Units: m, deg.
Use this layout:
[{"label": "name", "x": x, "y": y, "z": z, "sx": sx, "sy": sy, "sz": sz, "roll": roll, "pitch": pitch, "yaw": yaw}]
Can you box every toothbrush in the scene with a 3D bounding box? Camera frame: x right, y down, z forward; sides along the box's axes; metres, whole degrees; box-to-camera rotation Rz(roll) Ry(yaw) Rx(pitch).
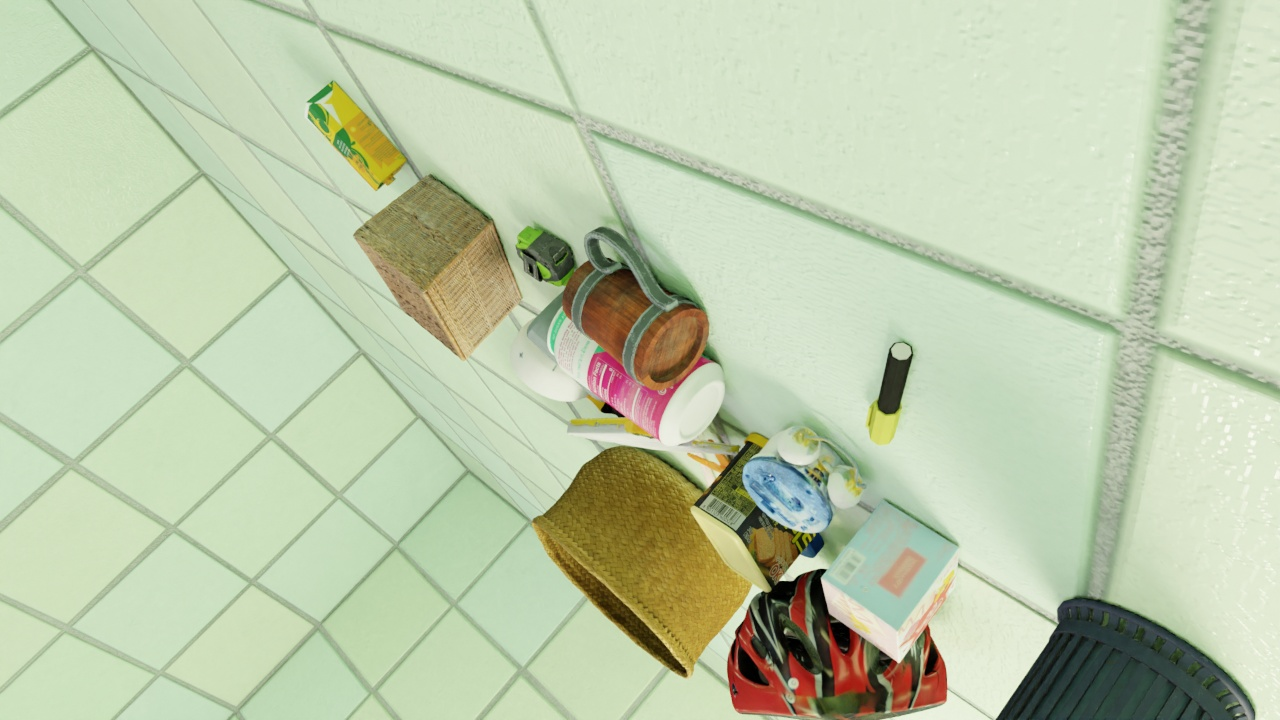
[{"label": "toothbrush", "x": 0.081, "y": 0.129, "z": 1.104, "sx": 0.018, "sy": 0.015, "sz": 0.181, "roll": 26, "pitch": 157, "yaw": 30}, {"label": "toothbrush", "x": -0.038, "y": 0.049, "z": 1.056, "sx": 0.196, "sy": 0.031, "sz": 0.030, "roll": 25, "pitch": -157, "yaw": -18}]

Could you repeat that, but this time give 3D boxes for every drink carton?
[{"label": "drink carton", "x": -0.326, "y": -0.254, "z": 1.056, "sx": 0.122, "sy": 0.041, "sz": 0.058, "roll": 48, "pitch": 163, "yaw": -15}]

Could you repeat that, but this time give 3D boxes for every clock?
[{"label": "clock", "x": 0.145, "y": 0.102, "z": 0.807, "sx": 0.089, "sy": 0.051, "sz": 0.126, "roll": 44, "pitch": 148, "yaw": 0}]

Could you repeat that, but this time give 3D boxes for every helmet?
[{"label": "helmet", "x": 0.196, "y": 0.301, "z": 0.939, "sx": 0.217, "sy": 0.167, "sz": 0.272, "roll": -4, "pitch": 172, "yaw": 3}]

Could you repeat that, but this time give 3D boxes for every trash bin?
[{"label": "trash bin", "x": 0.294, "y": 0.308, "z": 0.639, "sx": 0.139, "sy": 0.249, "sz": 0.139, "roll": 39, "pitch": 163, "yaw": 14}]

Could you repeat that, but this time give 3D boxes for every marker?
[{"label": "marker", "x": 0.170, "y": 0.024, "z": 0.631, "sx": 0.021, "sy": 0.017, "sz": 0.124, "roll": 35, "pitch": 160, "yaw": 24}]

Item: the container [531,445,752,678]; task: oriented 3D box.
[{"label": "container", "x": 0.014, "y": 0.274, "z": 1.306, "sx": 0.307, "sy": 0.196, "sz": 0.307, "roll": 41, "pitch": 163, "yaw": 15}]

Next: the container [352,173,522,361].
[{"label": "container", "x": -0.227, "y": -0.104, "z": 1.067, "sx": 0.114, "sy": 0.112, "sz": 0.199, "roll": 38, "pitch": 163, "yaw": 18}]

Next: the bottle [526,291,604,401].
[{"label": "bottle", "x": -0.038, "y": 0.001, "z": 0.962, "sx": 0.161, "sy": 0.072, "sz": 0.046, "roll": 42, "pitch": 158, "yaw": 2}]

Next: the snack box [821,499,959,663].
[{"label": "snack box", "x": 0.220, "y": 0.195, "z": 0.805, "sx": 0.079, "sy": 0.092, "sz": 0.095, "roll": 33, "pitch": 160, "yaw": 31}]

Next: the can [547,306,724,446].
[{"label": "can", "x": -0.005, "y": 0.005, "z": 0.867, "sx": 0.166, "sy": 0.088, "sz": 0.088, "roll": 34, "pitch": 162, "yaw": 28}]

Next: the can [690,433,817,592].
[{"label": "can", "x": 0.121, "y": 0.155, "z": 0.923, "sx": 0.072, "sy": 0.101, "sz": 0.131, "roll": 27, "pitch": 157, "yaw": 43}]

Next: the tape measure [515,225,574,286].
[{"label": "tape measure", "x": -0.097, "y": -0.100, "z": 0.911, "sx": 0.066, "sy": 0.035, "sz": 0.059, "roll": 33, "pitch": 161, "yaw": 30}]

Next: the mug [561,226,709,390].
[{"label": "mug", "x": -0.008, "y": -0.049, "z": 0.780, "sx": 0.111, "sy": 0.081, "sz": 0.118, "roll": 37, "pitch": 145, "yaw": 33}]

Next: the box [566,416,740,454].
[{"label": "box", "x": 0.008, "y": 0.084, "z": 0.996, "sx": 0.127, "sy": 0.023, "sz": 0.210, "roll": 17, "pitch": 169, "yaw": -22}]

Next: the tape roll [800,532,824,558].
[{"label": "tape roll", "x": 0.166, "y": 0.189, "z": 1.048, "sx": 0.091, "sy": 0.016, "sz": 0.093, "roll": 44, "pitch": 163, "yaw": -2}]

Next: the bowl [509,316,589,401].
[{"label": "bowl", "x": -0.087, "y": -0.010, "z": 1.020, "sx": 0.105, "sy": 0.104, "sz": 0.054, "roll": 41, "pitch": 127, "yaw": 8}]

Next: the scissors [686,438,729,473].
[{"label": "scissors", "x": 0.102, "y": 0.127, "z": 1.038, "sx": 0.125, "sy": 0.011, "sz": 0.128, "roll": 21, "pitch": 152, "yaw": 39}]
